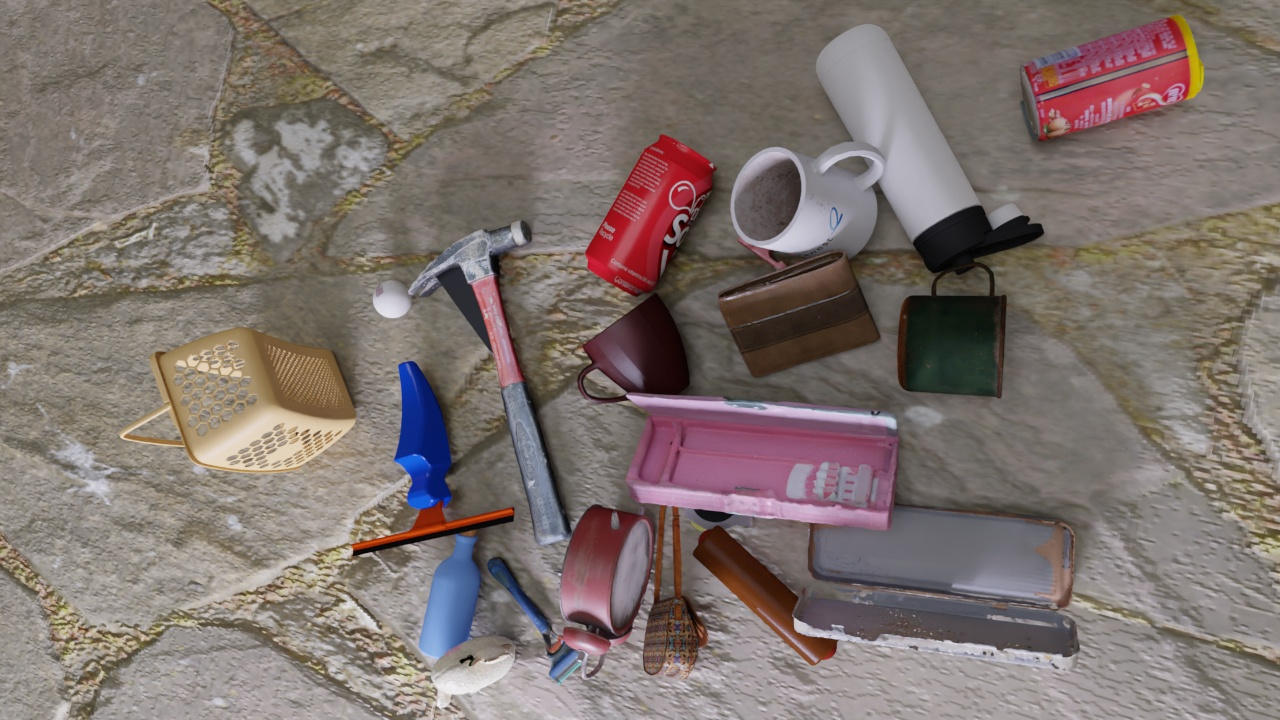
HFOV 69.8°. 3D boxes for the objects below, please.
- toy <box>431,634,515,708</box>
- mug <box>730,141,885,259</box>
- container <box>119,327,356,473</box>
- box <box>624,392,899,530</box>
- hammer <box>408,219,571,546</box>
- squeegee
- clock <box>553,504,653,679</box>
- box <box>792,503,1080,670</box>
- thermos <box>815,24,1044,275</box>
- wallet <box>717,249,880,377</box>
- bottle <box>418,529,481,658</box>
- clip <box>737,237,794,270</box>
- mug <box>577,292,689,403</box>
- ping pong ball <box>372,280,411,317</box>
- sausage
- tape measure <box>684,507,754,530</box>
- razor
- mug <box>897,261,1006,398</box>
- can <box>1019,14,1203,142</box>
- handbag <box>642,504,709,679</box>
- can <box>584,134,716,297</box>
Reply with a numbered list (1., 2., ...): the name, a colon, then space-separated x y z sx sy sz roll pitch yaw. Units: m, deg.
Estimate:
1. toy: -0.160 0.296 0.891 0.050 0.087 0.113 53 132 31
2. mug: 0.152 -0.142 0.783 0.120 0.096 0.083 -43 55 38
3. container: -0.413 0.055 0.951 0.167 0.183 0.129 -27 78 8
4. box: 0.101 0.068 0.790 0.233 0.107 0.099 5 47 19
5. hammer: -0.138 0.028 0.933 0.141 0.036 0.326 -20 80 16
6. squeegee: -0.225 0.092 0.947 0.250 0.055 0.184 -18 80 35
7. clock: -0.038 0.210 0.841 0.062 0.109 0.156 9 88 19
8. box: 0.240 0.177 0.753 0.217 0.095 0.114 2 83 20
9. thermos: 0.246 -0.186 0.796 0.101 0.068 0.230 -26 78 3
10. wallet: 0.139 -0.039 0.813 0.121 0.026 0.099 -19 124 18
11. bottle: -0.187 0.231 0.926 0.048 0.048 0.131 12 90 20
12. clip: 0.117 -0.100 0.858 0.060 0.023 0.044 10 88 15
13. mug: -0.005 0.005 0.858 0.114 0.087 0.088 -37 93 -14
14. ping pong ball: -0.265 -0.065 0.981 0.040 0.040 0.040 -2 85 20
15. sausage: 0.112 0.209 0.821 0.155 0.040 0.040 41 100 13
16. tape measure: 0.075 0.128 0.857 0.065 0.016 0.064 0 86 20
17. razor: -0.107 0.251 0.912 0.044 0.018 0.141 -45 70 12
18. mug: 0.259 -0.026 0.763 0.081 0.084 0.111 3 102 21
19. can: 0.379 -0.228 0.748 0.124 0.066 0.066 -14 81 18
20. handbag: 0.032 0.190 0.844 0.043 0.094 0.195 5 71 -11
21. can: 0.009 -0.135 0.869 0.074 0.074 0.142 33 97 19
